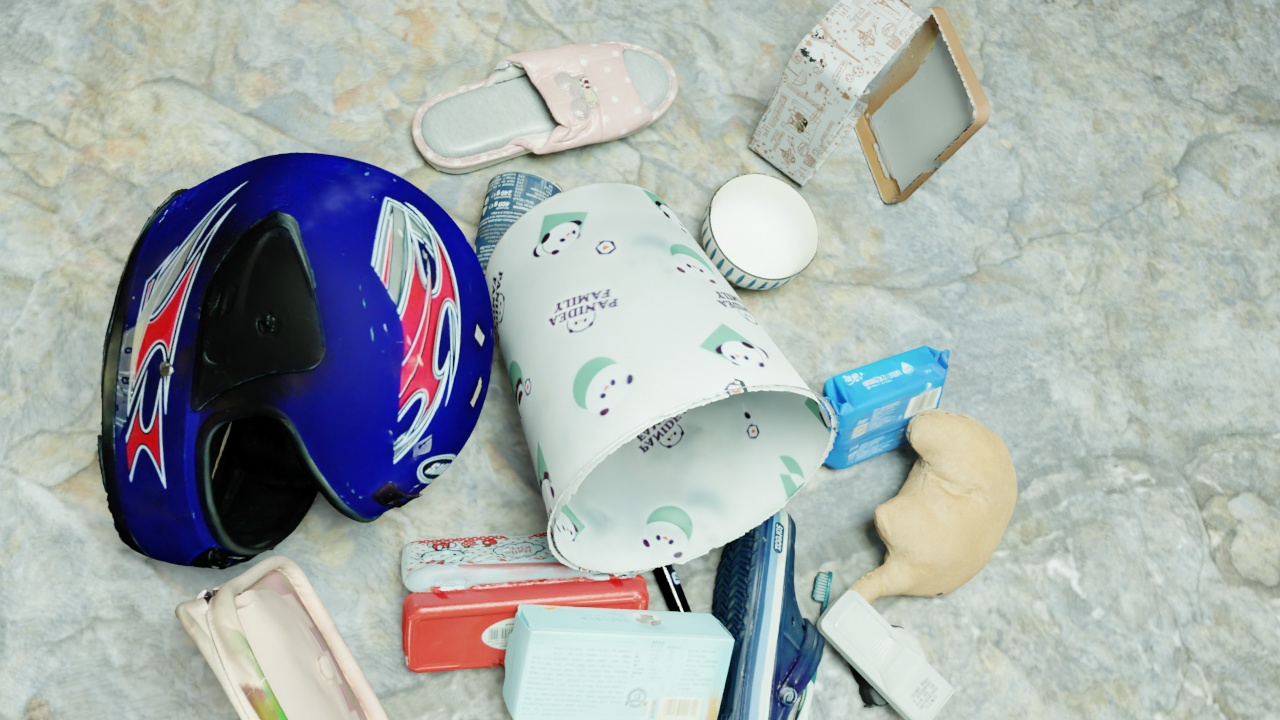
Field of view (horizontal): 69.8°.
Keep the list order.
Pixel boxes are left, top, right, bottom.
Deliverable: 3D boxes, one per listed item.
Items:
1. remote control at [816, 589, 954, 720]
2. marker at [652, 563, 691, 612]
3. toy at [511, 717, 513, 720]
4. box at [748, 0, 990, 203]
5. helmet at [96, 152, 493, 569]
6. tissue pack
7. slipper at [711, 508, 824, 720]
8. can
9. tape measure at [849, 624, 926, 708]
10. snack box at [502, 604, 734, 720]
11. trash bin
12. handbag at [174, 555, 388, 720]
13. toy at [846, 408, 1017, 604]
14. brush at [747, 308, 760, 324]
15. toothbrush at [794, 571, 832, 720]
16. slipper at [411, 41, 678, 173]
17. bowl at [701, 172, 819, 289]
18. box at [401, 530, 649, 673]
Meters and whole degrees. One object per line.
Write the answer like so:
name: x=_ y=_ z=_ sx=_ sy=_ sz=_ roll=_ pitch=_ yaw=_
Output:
remote control: x=0.212 y=0.258 z=0.799 sx=0.125 sy=0.024 sz=0.049 roll=45 pitch=71 yaw=5
marker: x=0.022 y=0.193 z=0.816 sx=0.022 sy=0.020 sz=0.132 roll=-23 pitch=78 yaw=2
toy: x=-0.050 y=0.291 z=0.759 sx=0.100 sy=0.031 sz=0.096 roll=-32 pitch=79 yaw=-20
box: x=0.242 y=-0.251 z=0.936 sx=0.185 sy=0.183 sz=0.154 roll=40 pitch=68 yaw=6
helmet: x=-0.235 y=0.006 z=0.689 sx=0.240 sy=0.247 sz=0.315 roll=6 pitch=84 yaw=7
tissue pack: x=0.224 y=0.044 z=0.874 sx=0.157 sy=0.095 sz=0.052 roll=-18 pitch=47 yaw=-19
slipper: x=0.111 y=0.244 z=0.772 sx=0.095 sy=0.105 sz=0.252 roll=15 pitch=68 yaw=-10
can: x=-0.116 y=-0.113 z=0.858 sx=0.075 sy=0.075 sz=0.111 roll=12 pitch=69 yaw=-9
tape measure: x=0.222 y=0.272 z=0.828 sx=0.066 sy=0.034 sz=0.065 roll=-13 pitch=76 yaw=-15
snack box: x=-0.017 y=0.240 z=0.725 sx=0.174 sy=0.051 sz=0.074 roll=9 pitch=97 yaw=-20
trash bin: x=-0.004 y=0.004 z=0.742 sx=0.229 sy=0.230 sz=0.251 roll=-14 pitch=54 yaw=-18
handbag: x=-0.248 y=0.225 z=0.624 sx=0.093 sy=0.235 sz=0.193 roll=-30 pitch=80 yaw=-19
toy: x=0.271 y=0.158 z=0.852 sx=0.143 sy=0.083 sz=0.225 roll=29 pitch=80 yaw=-16
brush: x=0.050 y=-0.073 z=0.885 sx=0.063 sy=0.073 sz=0.145 roll=-33 pitch=80 yaw=-21
toothbrush: x=0.148 y=0.280 z=0.818 sx=0.018 sy=0.016 sz=0.191 roll=15 pitch=68 yaw=3
slipper: x=-0.091 y=-0.257 z=0.909 sx=0.274 sy=0.054 sz=0.114 roll=-17 pitch=79 yaw=-11
bowl: x=0.112 y=-0.121 z=0.918 sx=0.116 sy=0.066 sz=0.116 roll=5 pitch=70 yaw=-14
box: x=-0.098 y=0.189 z=0.774 sx=0.201 sy=0.095 sz=0.101 roll=-1 pitch=30 yaw=-15
